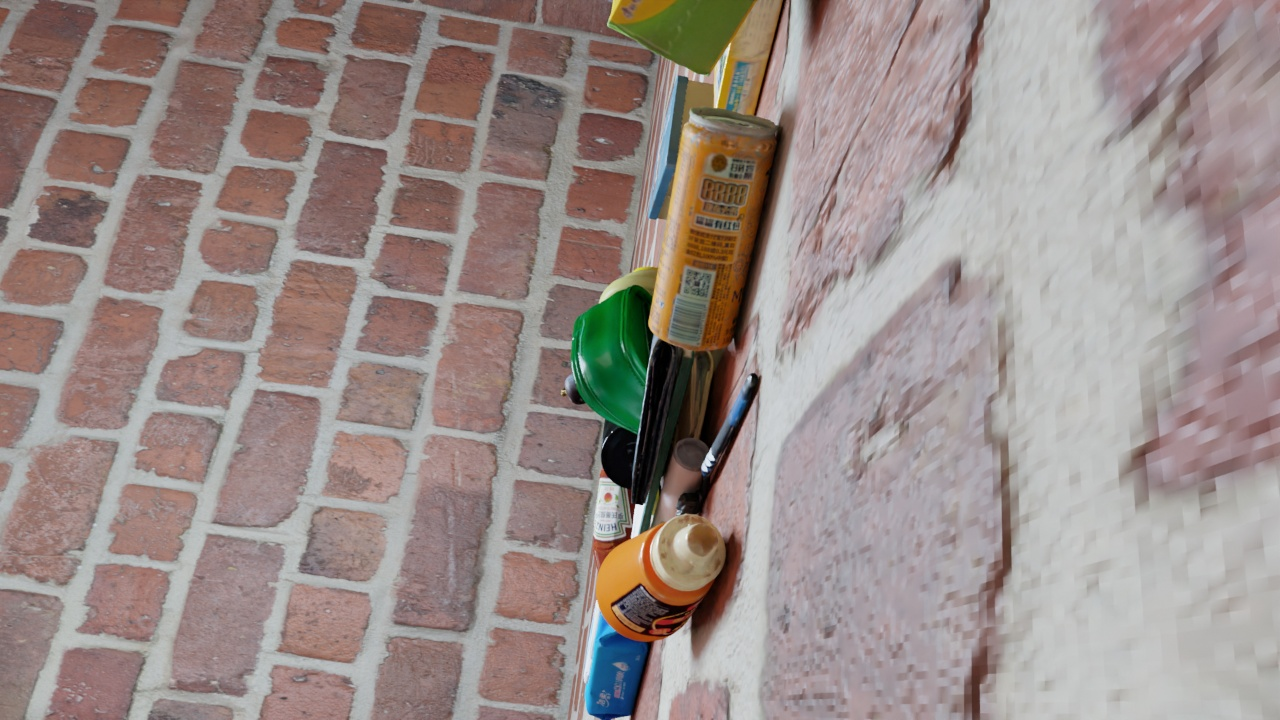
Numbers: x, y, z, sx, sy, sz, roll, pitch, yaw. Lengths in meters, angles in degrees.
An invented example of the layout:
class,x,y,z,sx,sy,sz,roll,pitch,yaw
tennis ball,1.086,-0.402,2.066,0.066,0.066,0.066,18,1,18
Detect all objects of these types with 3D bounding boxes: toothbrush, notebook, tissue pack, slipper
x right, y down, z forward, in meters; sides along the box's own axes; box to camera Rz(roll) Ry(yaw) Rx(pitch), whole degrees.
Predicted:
class,x,y,z,sx,sy,sz,roll,pitch,yaw
toothbrush,0.020,0.130,0.714,0.026,0.027,0.222,-57,-12,-37
toothbrush,0.045,0.059,0.578,0.190,0.016,0.014,105,165,-57
notebook,0.016,0.056,0.731,0.150,0.012,0.209,-81,3,-64
tissue pack,-0.023,0.267,0.881,0.094,0.052,0.157,-86,6,-55
slipper,0.002,-0.054,1.008,0.191,0.091,0.081,98,-178,-65

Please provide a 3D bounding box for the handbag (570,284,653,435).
class,x,y,z,sx,sy,sz,roll,pitch,yaw
handbag,-0.005,0.005,0.858,0.120,0.068,0.131,49,-155,-31

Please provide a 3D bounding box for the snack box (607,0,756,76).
class,x,y,z,sx,sy,sz,roll,pitch,yaw
snack box,0.052,-0.291,0.538,0.158,0.070,0.209,-53,23,42

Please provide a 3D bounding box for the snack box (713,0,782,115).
class,x,y,z,sx,sy,sz,roll,pitch,yaw
snack box,0.080,-0.255,0.658,0.086,0.033,0.141,-85,7,-48

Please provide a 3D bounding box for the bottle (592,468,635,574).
class,x,y,z,sx,sy,sz,roll,pitch,yaw
bottle,-0.027,0.220,1.020,0.060,0.060,0.205,111,165,-76

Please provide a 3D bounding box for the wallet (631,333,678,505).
class,x,y,z,sx,sy,sz,roll,pitch,yaw
wallet,0.008,0.037,0.665,0.097,0.019,0.121,-83,3,-84

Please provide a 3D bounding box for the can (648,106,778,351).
class,x,y,z,sx,sy,sz,roll,pitch,yaw
can,0.044,-0.081,0.583,0.058,0.058,0.146,-88,8,-65

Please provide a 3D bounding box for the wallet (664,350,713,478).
class,x,y,z,sx,sy,sz,roll,pitch,yaw
wallet,0.034,0.055,0.714,0.115,0.024,0.087,106,171,-58

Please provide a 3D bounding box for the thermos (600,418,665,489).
class,x,y,z,sx,sy,sz,roll,pitch,yaw
thermos,-0.002,0.080,1.009,0.242,0.068,0.090,-89,-21,-79

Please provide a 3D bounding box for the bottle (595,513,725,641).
class,x,y,z,sx,sy,sz,roll,pitch,yaw
bottle,0.016,0.128,0.556,0.150,0.066,0.066,119,160,-61

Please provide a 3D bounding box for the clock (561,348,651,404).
class,x,y,z,sx,sy,sz,roll,pitch,yaw
clock,-0.032,0.018,0.973,0.081,0.122,0.055,-31,-72,-54

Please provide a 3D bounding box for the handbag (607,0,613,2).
class,x,y,z,sx,sy,sz,roll,pitch,yaw
handbag,0.039,-0.440,0.876,0.098,0.145,0.197,132,146,-89

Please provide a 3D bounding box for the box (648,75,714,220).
class,x,y,z,sx,sy,sz,roll,pitch,yaw
box,0.046,-0.189,0.846,0.184,0.059,0.089,107,171,-79

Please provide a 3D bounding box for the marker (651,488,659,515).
class,x,y,z,sx,sy,sz,roll,pitch,yaw
marker,0.012,0.133,0.963,0.124,0.015,0.018,-90,14,-78
